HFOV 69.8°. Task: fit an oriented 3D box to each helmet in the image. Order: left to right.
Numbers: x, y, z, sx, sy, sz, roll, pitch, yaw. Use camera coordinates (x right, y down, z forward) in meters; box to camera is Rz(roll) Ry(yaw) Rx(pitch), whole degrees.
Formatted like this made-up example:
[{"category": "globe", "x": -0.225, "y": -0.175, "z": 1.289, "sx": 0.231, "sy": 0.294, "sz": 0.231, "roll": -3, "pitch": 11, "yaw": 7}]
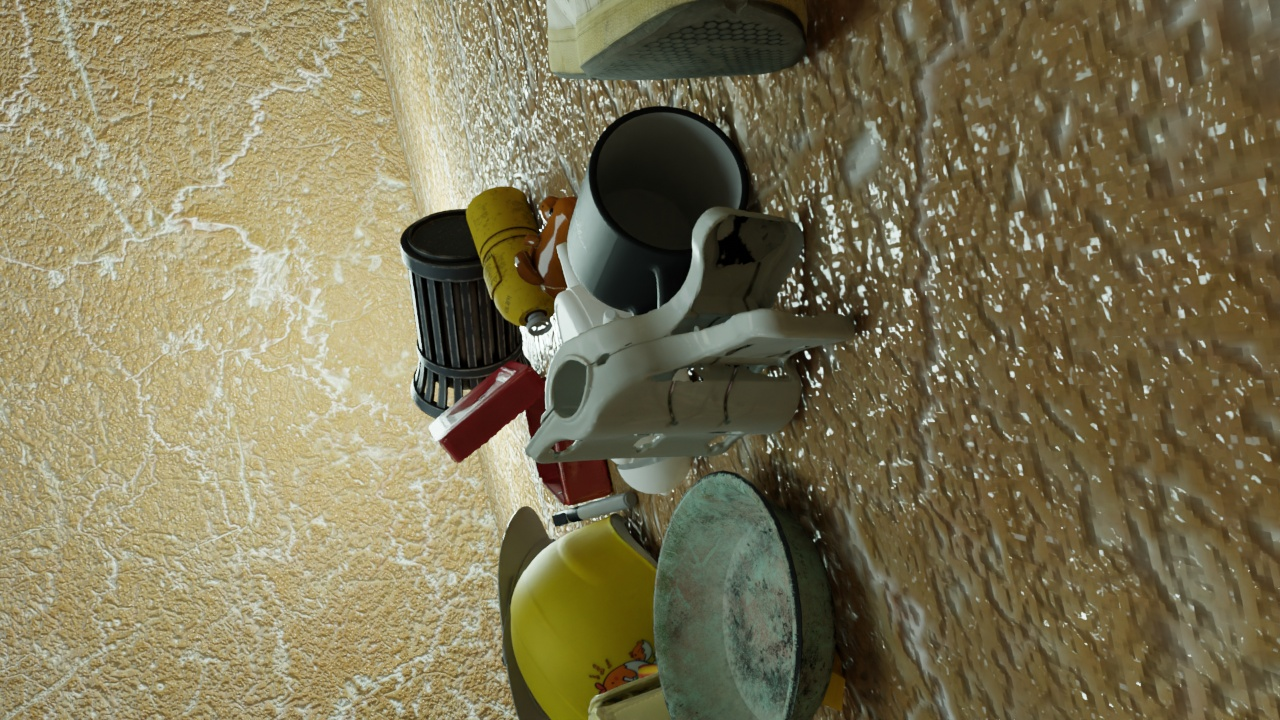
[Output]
[{"category": "helmet", "x": -0.070, "y": 0.296, "z": 1.038, "sx": 0.183, "sy": 0.118, "sz": 0.271, "roll": -22, "pitch": -74, "yaw": -74}, {"category": "helmet", "x": -0.044, "y": 0.273, "z": 0.854, "sx": 0.209, "sy": 0.139, "sz": 0.240, "roll": -142, "pitch": 40, "yaw": -66}]

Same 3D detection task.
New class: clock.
[{"category": "clock", "x": -0.004, "y": 0.004, "z": 0.626, "sx": 0.125, "sy": 0.072, "sz": 0.161, "roll": -125, "pitch": 18, "yaw": -53}]

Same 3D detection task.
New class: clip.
[{"category": "clip", "x": 0.026, "y": 0.003, "z": 0.417, "sx": 0.143, "sy": 0.124, "sz": 0.072, "roll": -54, "pitch": 51, "yaw": 39}]

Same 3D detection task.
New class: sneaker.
[{"category": "sneaker", "x": 0.006, "y": -0.175, "z": 0.396, "sx": 0.241, "sy": 0.089, "sz": 0.102, "roll": -133, "pitch": 40, "yaw": -68}]

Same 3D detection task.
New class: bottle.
[{"category": "bottle", "x": -0.128, "y": -0.097, "z": 0.951, "sx": 0.071, "sy": 0.071, "sz": 0.163, "roll": 100, "pitch": 152, "yaw": -57}]

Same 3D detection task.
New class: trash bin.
[{"category": "trash bin", "x": -0.217, "y": -0.060, "z": 1.151, "sx": 0.164, "sy": 0.164, "sz": 0.228, "roll": -122, "pitch": 26, "yaw": -48}]

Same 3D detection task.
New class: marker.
[{"category": "marker", "x": -0.046, "y": 0.145, "z": 0.891, "sx": 0.141, "sy": 0.016, "sz": 0.016, "roll": -27, "pitch": 77, "yaw": 54}]

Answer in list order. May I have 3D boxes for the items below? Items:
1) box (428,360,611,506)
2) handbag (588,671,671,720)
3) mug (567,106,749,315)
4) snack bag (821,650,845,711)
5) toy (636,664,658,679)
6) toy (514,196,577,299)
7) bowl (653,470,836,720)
[{"category": "box", "x": -0.111, "y": 0.085, "z": 0.983, "sx": 0.168, "sy": 0.153, "sz": 0.157, "roll": 47, "pitch": 172, "yaw": -12}, {"category": "handbag", "x": 0.025, "y": 0.259, "z": 0.633, "sx": 0.111, "sy": 0.119, "sz": 0.081, "roll": 102, "pitch": 148, "yaw": -58}, {"category": "mug", "x": 0.007, "y": -0.057, "z": 0.471, "sx": 0.088, "sy": 0.078, "sz": 0.113, "roll": 127, "pitch": 140, "yaw": -71}, {"category": "snack bag", "x": 0.085, "y": 0.153, "z": 0.510, "sx": 0.099, "sy": 0.020, "sz": 0.026, "roll": -130, "pitch": 29, "yaw": -59}, {"category": "toy", "x": 0.035, "y": 0.271, "z": 0.734, "sx": 0.084, "sy": 0.046, "sz": 0.103, "roll": -3, "pitch": 108, "yaw": 33}, {"category": "toy", "x": -0.051, "y": -0.085, "z": 0.762, "sx": 0.103, "sy": 0.070, "sz": 0.090, "roll": 43, "pitch": 138, "yaw": 23}, {"category": "bowl", "x": 0.057, "y": 0.139, "z": 0.493, "sx": 0.158, "sy": 0.038, "sz": 0.157, "roll": -174, "pitch": 90, "yaw": -67}]
